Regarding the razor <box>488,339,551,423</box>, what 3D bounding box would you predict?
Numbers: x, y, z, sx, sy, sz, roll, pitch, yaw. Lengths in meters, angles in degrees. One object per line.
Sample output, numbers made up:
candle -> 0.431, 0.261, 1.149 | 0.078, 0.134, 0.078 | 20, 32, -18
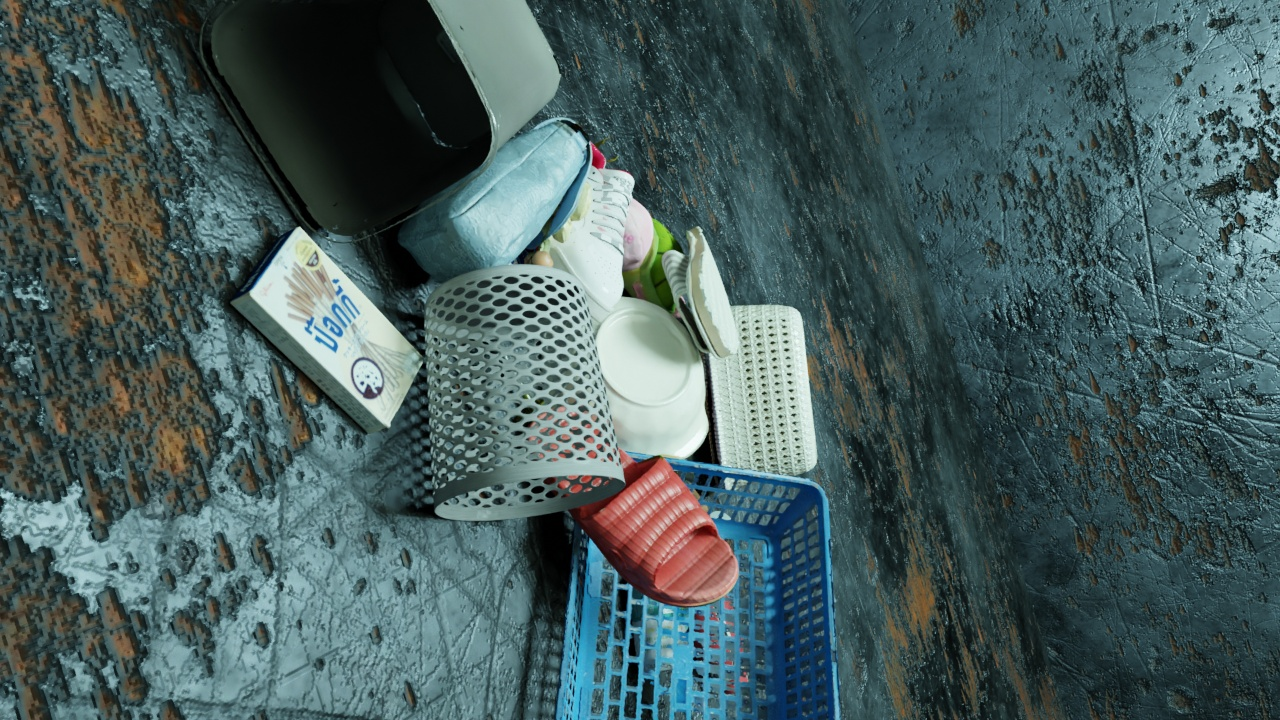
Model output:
razor -> -0.127, 0.007, 0.888 | 0.106, 0.026, 0.042 | 61, 33, -12

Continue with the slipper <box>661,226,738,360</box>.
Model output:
slipper -> 0.067, -0.080, 1.035 | 0.114, 0.054, 0.272 | 60, 15, -19

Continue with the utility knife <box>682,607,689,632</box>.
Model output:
utility knife -> 0.057, 0.252, 0.992 | 0.022, 0.015, 0.147 | 21, 93, -15

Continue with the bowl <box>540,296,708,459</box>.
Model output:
bowl -> -0.006, 0.006, 0.959 | 0.219, 0.060, 0.187 | 44, 57, 0

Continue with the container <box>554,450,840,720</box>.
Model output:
container -> 0.049, 0.276, 0.862 | 0.257, 0.089, 0.361 | 10, 57, -8

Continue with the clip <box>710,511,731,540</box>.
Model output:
clip -> 0.076, 0.248, 1.096 | 0.172, 0.031, 0.164 | 32, 47, -48

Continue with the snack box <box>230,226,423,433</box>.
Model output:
snack box -> -0.237, -0.022, 0.711 | 0.150, 0.026, 0.081 | 52, 35, -31

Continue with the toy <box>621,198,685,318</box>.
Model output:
toy -> 0.003, -0.126, 1.108 | 0.238, 0.088, 0.189 | 45, 30, -58

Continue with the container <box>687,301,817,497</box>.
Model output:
container -> 0.144, 0.041, 1.165 | 0.184, 0.143, 0.251 | 2, 82, -81

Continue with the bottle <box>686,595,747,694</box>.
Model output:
bottle -> 0.076, 0.291, 1.037 | 0.062, 0.062, 0.176 | -32, 103, -60

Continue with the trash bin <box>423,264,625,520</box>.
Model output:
trash bin -> -0.104, 0.029, 0.781 | 0.156, 0.157, 0.183 | 18, 57, -55

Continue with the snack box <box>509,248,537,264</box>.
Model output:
snack box -> -0.141, -0.122, 0.925 | 0.082, 0.027, 0.150 | -21, 93, -61

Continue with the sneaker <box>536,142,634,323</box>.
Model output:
sneaker -> -0.049, -0.150, 0.951 | 0.090, 0.104, 0.236 | 39, 24, -42

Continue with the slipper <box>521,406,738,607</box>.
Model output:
slipper -> -0.011, 0.128, 0.852 | 0.249, 0.059, 0.103 | 41, 58, 15

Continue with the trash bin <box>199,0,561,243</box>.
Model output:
trash bin -> -0.187, -0.240, 0.759 | 0.197, 0.198, 0.219 | 61, 26, -16

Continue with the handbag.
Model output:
handbag -> -0.117, -0.134, 0.835 | 0.118, 0.122, 0.191 | 54, 48, -23

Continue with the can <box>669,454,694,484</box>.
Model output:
can -> 0.033, 0.086, 1.080 | 0.054, 0.054, 0.137 | 28, 52, -51

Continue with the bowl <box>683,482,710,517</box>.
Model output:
bowl -> 0.029, 0.168, 0.994 | 0.114, 0.026, 0.101 | 30, 58, -3

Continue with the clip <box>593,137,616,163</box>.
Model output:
clip -> -0.056, -0.247, 1.122 | 0.048, 0.054, 0.046 | 17, 80, -32

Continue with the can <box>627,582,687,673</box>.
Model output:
can -> 0.018, 0.271, 0.957 | 0.055, 0.055, 0.101 | 19, 59, -55
